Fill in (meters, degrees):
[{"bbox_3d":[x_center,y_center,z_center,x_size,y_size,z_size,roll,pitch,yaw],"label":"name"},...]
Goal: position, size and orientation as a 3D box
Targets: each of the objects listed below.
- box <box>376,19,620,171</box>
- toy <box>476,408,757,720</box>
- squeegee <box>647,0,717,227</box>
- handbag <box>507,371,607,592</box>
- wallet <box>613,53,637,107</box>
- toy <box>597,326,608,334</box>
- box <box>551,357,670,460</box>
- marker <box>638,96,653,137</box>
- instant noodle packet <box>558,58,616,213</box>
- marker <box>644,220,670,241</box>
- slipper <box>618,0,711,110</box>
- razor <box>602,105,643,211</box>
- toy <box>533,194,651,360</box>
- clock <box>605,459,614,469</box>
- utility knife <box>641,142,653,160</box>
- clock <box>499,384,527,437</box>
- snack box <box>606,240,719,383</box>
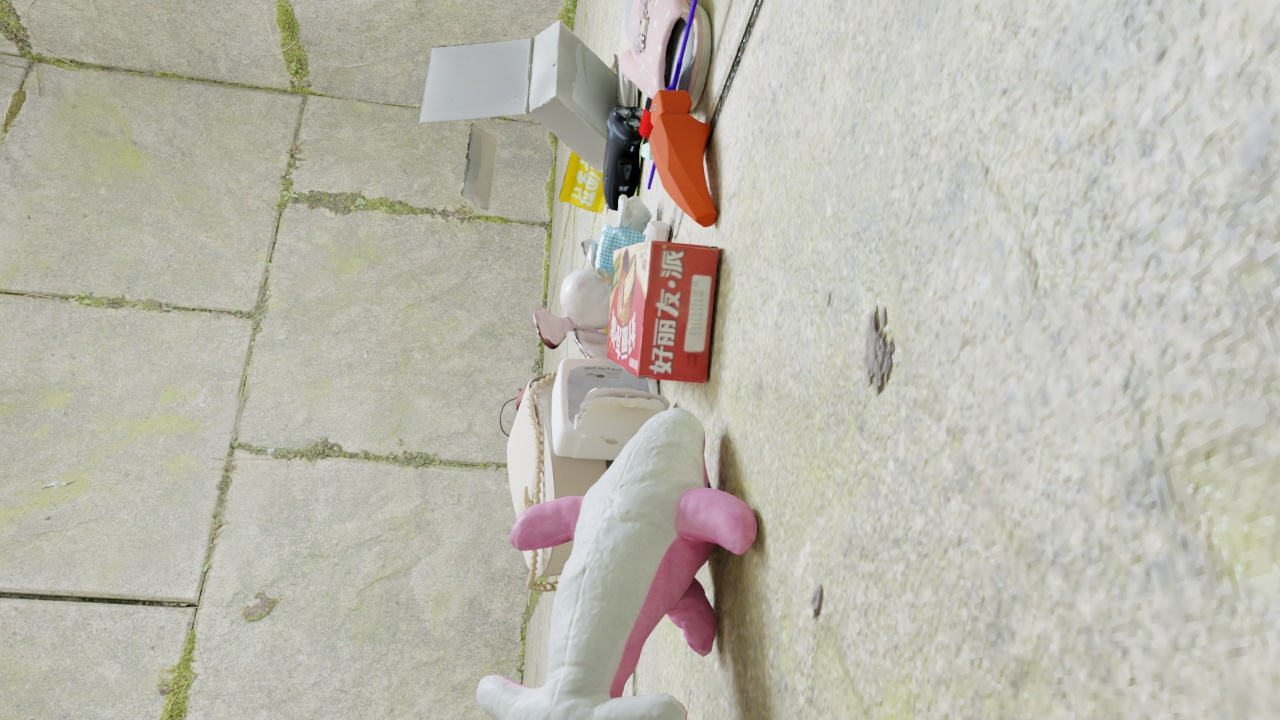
[{"bbox_3d":[-0.191,-0.404,1.359,0.150,0.368,0.166,113,161,-55],"label":"box"},{"bbox_3d":[0.005,0.152,0.622,0.128,0.187,0.264,58,-141,-31],"label":"toy"},{"bbox_3d":[0.035,-0.189,0.810,0.250,0.055,0.184,106,155,-51],"label":"squeegee"},{"bbox_3d":[-0.089,0.137,1.047,0.211,0.103,0.208,118,145,-56],"label":"handbag"},{"bbox_3d":[-0.017,-0.401,1.349,0.116,0.032,0.086,-101,7,-55],"label":"wallet"},{"bbox_3d":[-0.060,-0.040,1.331,0.110,0.051,0.090,-138,55,-80],"label":"toy"},{"bbox_3d":[-0.029,0.038,0.914,0.137,0.108,0.124,105,165,-53],"label":"box"},{"bbox_3d":[0.022,-0.320,1.074,0.023,0.021,0.145,-57,-7,-32],"label":"marker"},{"bbox_3d":[-0.077,-0.395,1.594,0.163,0.084,0.221,113,167,-58],"label":"instant noodle packet"},{"bbox_3d":[0.010,-0.090,1.000,0.025,0.025,0.126,-99,17,-58],"label":"marker"},{"bbox_3d":[0.013,-0.336,0.951,0.274,0.054,0.114,-112,29,-54],"label":"slipper"},{"bbox_3d":[-0.021,-0.267,1.224,0.063,0.053,0.141,-119,32,-60],"label":"razor"},{"bbox_3d":[-0.050,-0.099,1.067,0.106,0.131,0.205,17,85,65],"label":"toy"},{"bbox_3d":[-0.039,0.101,1.102,0.103,0.056,0.148,-101,20,-50],"label":"clock"},{"bbox_3d":[0.010,-0.261,1.142,0.129,0.015,0.022,-109,24,-76],"label":"utility knife"},{"bbox_3d":[-0.134,0.093,1.392,0.072,0.157,0.120,126,149,-84],"label":"clock"},{"bbox_3d":[0.013,-0.047,0.842,0.236,0.060,0.113,-149,64,-80],"label":"snack box"}]
